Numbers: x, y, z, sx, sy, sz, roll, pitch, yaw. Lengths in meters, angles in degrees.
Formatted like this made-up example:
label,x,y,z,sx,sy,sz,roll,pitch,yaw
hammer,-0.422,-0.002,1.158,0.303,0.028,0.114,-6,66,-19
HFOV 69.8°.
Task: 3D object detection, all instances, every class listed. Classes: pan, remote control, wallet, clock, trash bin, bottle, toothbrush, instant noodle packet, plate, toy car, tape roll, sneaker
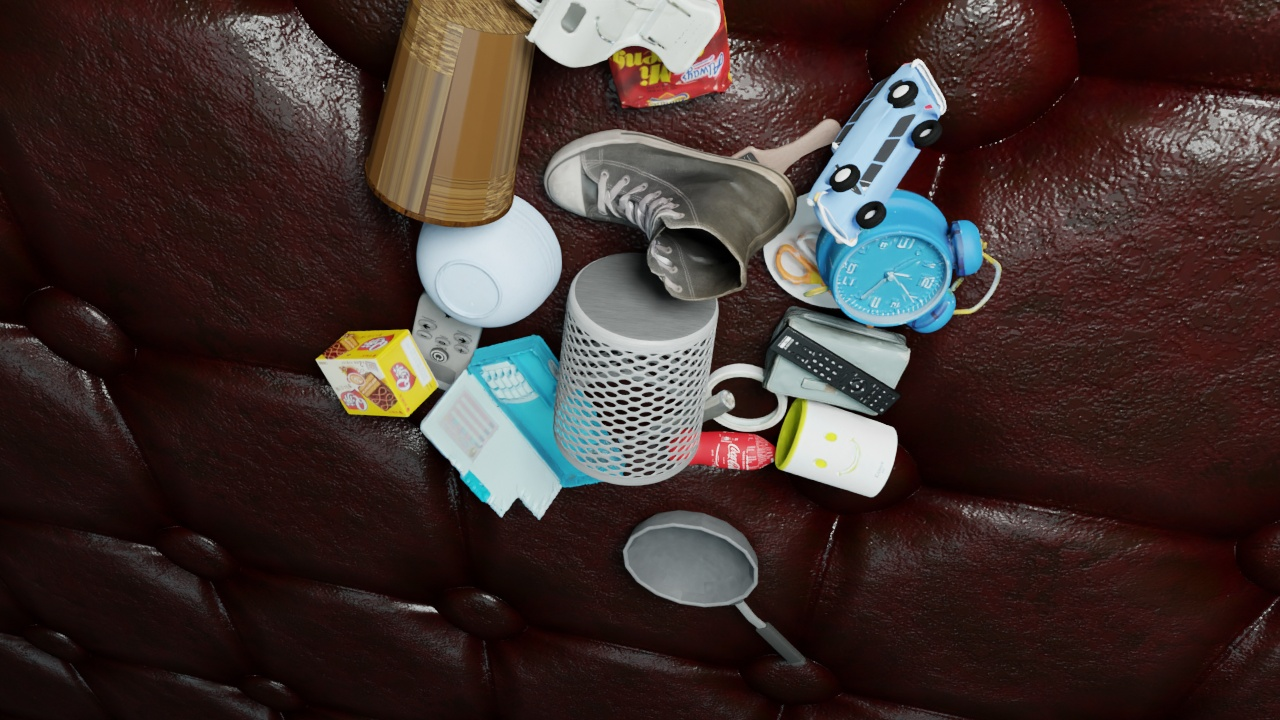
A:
label,x,y,z,sx,sy,sz,roll,pitch,yaw
pan,0.122,0.314,1.244,0.179,0.041,0.357,-24,122,33
remote control,-0.224,-0.021,1.045,0.074,0.019,0.151,22,135,-4
wallet,0.196,0.005,0.927,0.131,0.054,0.101,11,136,-1
clock,0.232,-0.083,0.802,0.161,0.060,0.117,11,129,-4
remote control,0.190,0.010,0.893,0.140,0.009,0.030,30,122,-13
trash bin,-0.005,0.005,0.914,0.156,0.156,0.184,12,132,5
bottle,0.102,0.103,1.049,0.142,0.041,0.042,4,133,13
toothbrush,0.035,0.073,1.045,0.186,0.022,0.024,-27,89,44
instant noodle packet,0.017,-0.268,0.728,0.099,0.039,0.135,-5,130,12
plate,0.182,-0.104,0.850,0.134,0.011,0.135,9,134,9
toy car,0.181,-0.162,0.717,0.056,0.153,0.055,43,167,-34
tape roll,0.114,0.042,1.008,0.093,0.013,0.093,8,134,8
sneaker,0.005,-0.126,0.800,0.235,0.119,0.095,19,136,17

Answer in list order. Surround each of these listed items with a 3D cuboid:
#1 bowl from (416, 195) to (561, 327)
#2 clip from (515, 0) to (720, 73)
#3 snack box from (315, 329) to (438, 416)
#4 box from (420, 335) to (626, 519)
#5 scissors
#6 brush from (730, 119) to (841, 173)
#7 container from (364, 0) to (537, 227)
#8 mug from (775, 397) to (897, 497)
label,x,y,z,sx,sy,sz,roll,pitch,yaw
bowl,-0.160,-0.089,0.915,0.151,0.074,0.151,7,130,9
clip,-0.016,-0.263,0.660,0.152,0.104,0.127,40,130,-6
snack box,-0.303,0.014,1.055,0.106,0.061,0.084,0,126,33
box,-0.134,0.086,1.072,0.171,0.084,0.227,-33,126,-1
scissors,0.185,-0.073,0.863,0.128,0.013,0.066,38,132,-18
brush,0.115,-0.171,0.805,0.136,0.015,0.050,-25,120,34
container,-0.153,-0.218,0.769,0.132,0.131,0.168,21,129,-3
mug,0.208,0.093,0.980,0.106,0.082,0.083,19,135,-2
